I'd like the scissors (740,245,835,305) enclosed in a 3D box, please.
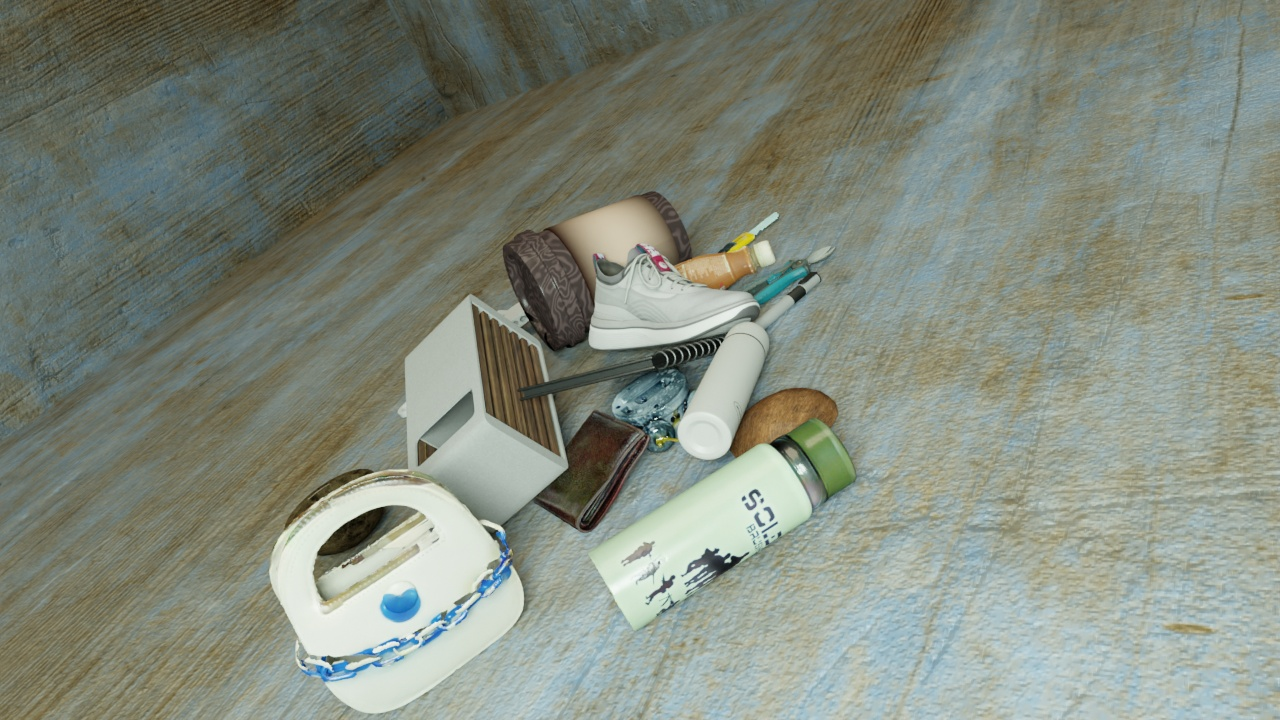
[{"bbox_3d":[0.180,-0.106,1.175,0.148,0.019,0.131,-10,31,33],"label":"scissors"}]

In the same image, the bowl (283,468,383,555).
[{"bbox_3d":[-0.354,0.190,1.091,0.121,0.056,0.121,-22,26,11],"label":"bowl"}]

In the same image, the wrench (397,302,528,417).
[{"bbox_3d":[-0.257,-0.008,1.386,0.272,0.018,0.087,-46,27,-24],"label":"wrench"}]

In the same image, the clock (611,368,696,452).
[{"bbox_3d":[0.024,0.055,0.987,0.090,0.052,0.129,-35,26,-17],"label":"clock"}]

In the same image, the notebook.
[{"bbox_3d":[-0.006,0.006,1.026,0.169,0.019,0.231,-14,0,25],"label":"notebook"}]

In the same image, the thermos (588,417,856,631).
[{"bbox_3d":[0.073,0.133,0.777,0.231,0.082,0.082,-32,26,-8],"label":"thermos"}]

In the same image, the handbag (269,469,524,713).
[{"bbox_3d":[-0.211,0.193,0.794,0.200,0.200,0.093,-36,31,-12],"label":"handbag"}]

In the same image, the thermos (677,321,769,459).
[{"bbox_3d":[0.092,0.023,0.953,0.052,0.052,0.223,-14,21,25],"label":"thermos"}]

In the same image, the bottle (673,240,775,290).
[{"bbox_3d":[0.097,-0.115,1.222,0.167,0.059,0.059,-21,27,13],"label":"bottle"}]

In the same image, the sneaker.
[{"bbox_3d":[0.033,-0.083,1.123,0.264,0.129,0.096,-1,10,45],"label":"sneaker"}]

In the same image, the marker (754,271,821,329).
[{"bbox_3d":[0.168,-0.063,1.108,0.140,0.016,0.016,-39,28,-23],"label":"marker"}]

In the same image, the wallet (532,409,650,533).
[{"bbox_3d":[-0.051,0.113,0.949,0.099,0.031,0.119,18,71,53],"label":"wallet"}]

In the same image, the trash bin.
[{"bbox_3d":[-0.176,0.054,1.016,0.115,0.114,0.228,-42,37,17],"label":"trash bin"}]

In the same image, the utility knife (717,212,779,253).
[{"bbox_3d":[0.130,-0.160,1.330,0.206,0.018,0.030,-36,36,-24],"label":"utility knife"}]

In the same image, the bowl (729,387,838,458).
[{"bbox_3d":[0.137,0.056,0.908,0.114,0.026,0.102,-33,26,-11],"label":"bowl"}]

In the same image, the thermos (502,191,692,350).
[{"bbox_3d":[-0.056,-0.135,1.294,0.225,0.173,0.173,-28,25,-17],"label":"thermos"}]
